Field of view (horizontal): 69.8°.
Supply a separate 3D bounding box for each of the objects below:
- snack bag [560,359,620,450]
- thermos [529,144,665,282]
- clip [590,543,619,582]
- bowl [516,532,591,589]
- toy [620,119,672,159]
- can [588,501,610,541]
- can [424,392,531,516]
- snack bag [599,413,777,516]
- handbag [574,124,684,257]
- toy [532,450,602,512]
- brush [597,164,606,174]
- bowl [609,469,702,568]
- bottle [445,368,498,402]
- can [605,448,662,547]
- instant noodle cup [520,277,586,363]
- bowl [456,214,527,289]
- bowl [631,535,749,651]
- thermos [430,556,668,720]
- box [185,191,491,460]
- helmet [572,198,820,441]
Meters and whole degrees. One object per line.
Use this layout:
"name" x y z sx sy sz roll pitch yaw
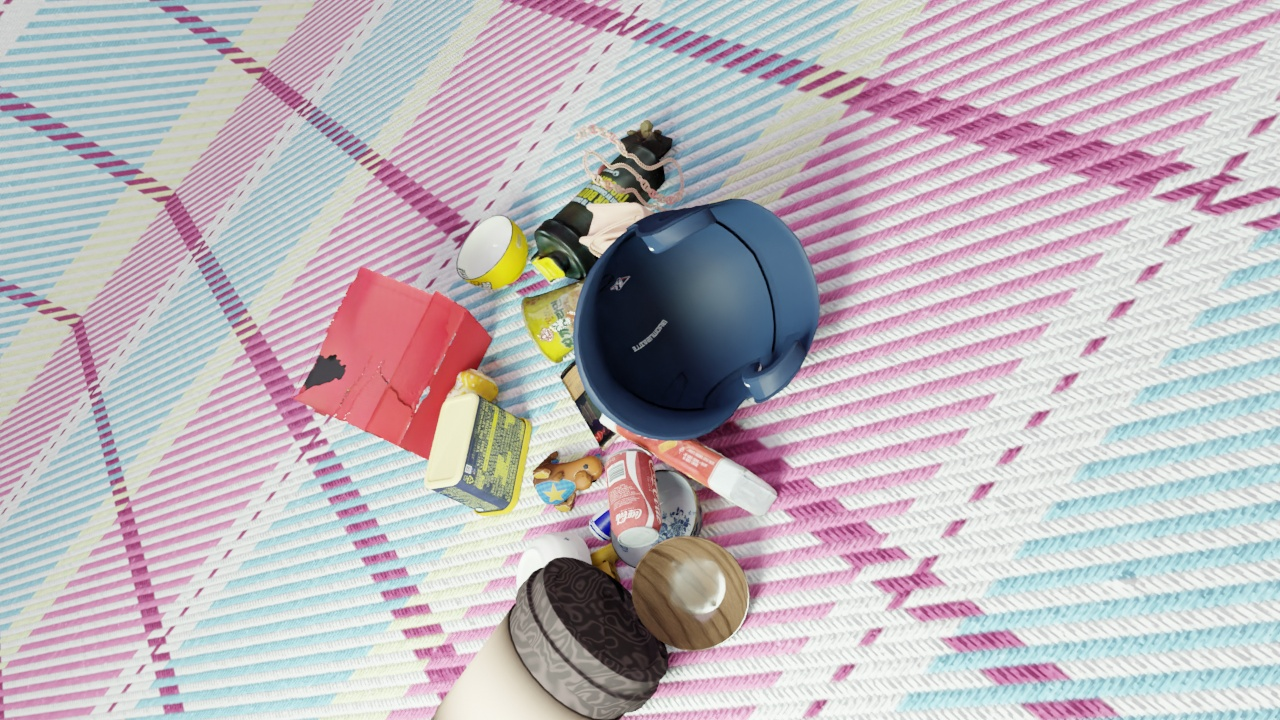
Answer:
"snack bag" -0.051 0.042 1.181 0.075 0.018 0.155 -43 44 9
"thermos" -0.059 -0.199 1.264 0.098 0.098 0.220 21 65 46
"clip" -0.041 0.235 1.045 0.054 0.045 0.048 -30 23 21
"bowl" -0.105 0.248 1.051 0.105 0.054 0.104 -25 60 51
"toy" 0.006 -0.321 1.337 0.076 0.063 0.100 -3 27 -10
"can" -0.019 0.168 1.064 0.095 0.032 0.032 -46 44 8
"can" -0.213 0.123 1.206 0.075 0.104 0.135 -13 57 35
"snack bag" 0.047 0.103 1.015 0.225 0.077 0.041 24 81 46
"handbag" 0.019 -0.202 1.142 0.117 0.198 0.187 1 75 45
"toy" -0.089 0.135 1.146 0.090 0.070 0.102 -23 27 12
"brush" -0.069 -0.213 1.346 0.030 0.041 0.172 -22 49 52
"bowl" 0.026 0.181 1.008 0.114 0.045 0.114 -22 52 30
"bottle" -0.247 0.068 1.301 0.063 0.063 0.109 11 72 44
"can" -0.008 0.147 0.984 0.054 0.054 0.096 -28 48 24
"instant noodle cup" -0.090 -0.061 1.234 0.108 0.102 0.102 -26 49 16
"bowl" -0.219 -0.158 1.415 0.117 0.067 0.117 -21 52 29
"bowl" 0.052 0.233 0.935 0.119 0.032 0.119 1 97 11
"thermos" -0.104 0.339 0.942 0.226 0.172 0.172 -50 43 13
"box" -0.357 -0.021 1.208 0.107 0.409 0.211 17 76 36
"helmet" 0.035 -0.039 1.000 0.271 0.232 0.224 -45 16 -31
